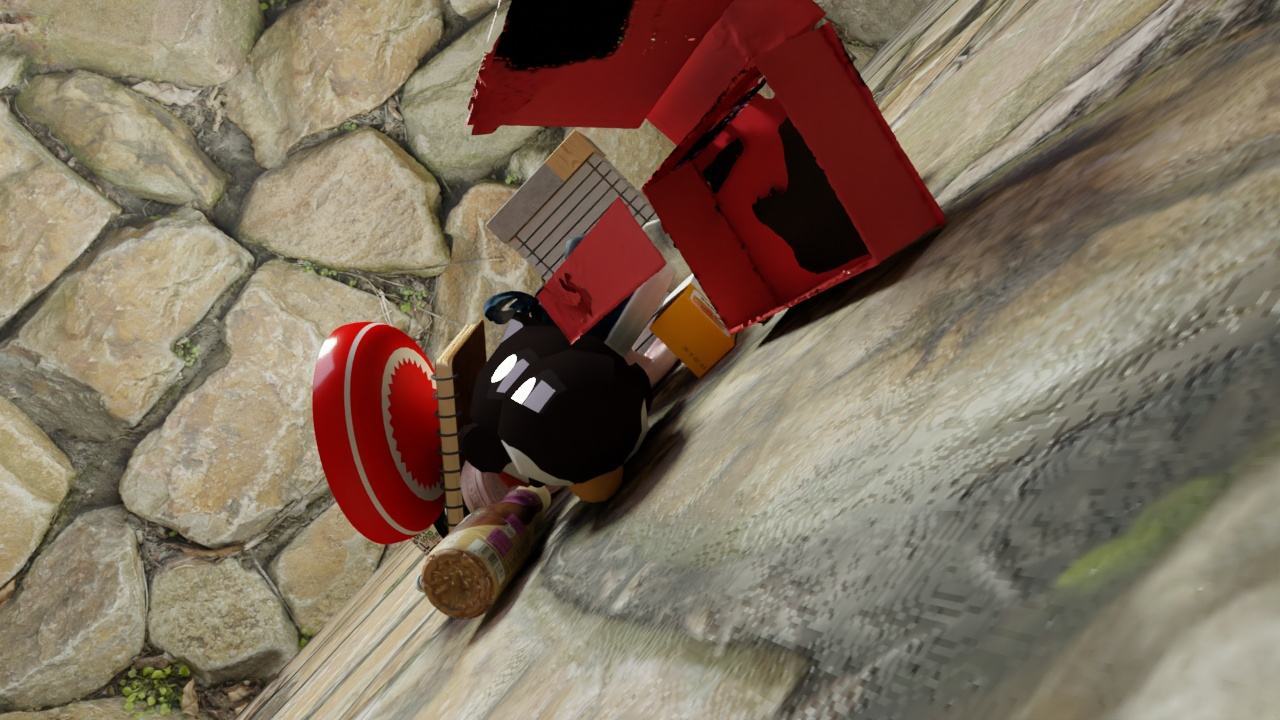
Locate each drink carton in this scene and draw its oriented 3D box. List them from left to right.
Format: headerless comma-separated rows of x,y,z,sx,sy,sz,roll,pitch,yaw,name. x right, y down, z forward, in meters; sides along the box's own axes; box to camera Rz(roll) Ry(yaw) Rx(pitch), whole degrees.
0.049,-0.035,0.795,0.040,0.058,0.122,-44,5,16,drink carton

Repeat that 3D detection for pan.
-0.218,0.110,0.916,0.067,0.356,0.208,-12,50,10,pan

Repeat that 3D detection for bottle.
-0.111,0.139,0.724,0.060,0.059,0.165,-44,1,20,bottle

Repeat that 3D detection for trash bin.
-0.029,-0.123,1.071,0.142,0.247,0.142,-45,5,9,trash bin

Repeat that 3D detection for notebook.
-0.173,0.087,0.915,0.024,0.226,0.167,-1,16,1,notebook

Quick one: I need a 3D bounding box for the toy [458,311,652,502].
-0.059,0.031,0.679,0.159,0.140,0.184,-20,8,-12,toy

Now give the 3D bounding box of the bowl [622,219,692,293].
0.078,-0.105,0.895,0.178,0.081,0.178,-16,-4,-1,bowl

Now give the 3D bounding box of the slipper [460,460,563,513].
-0.113,0.090,0.890,0.064,0.094,0.239,-28,12,10,slipper

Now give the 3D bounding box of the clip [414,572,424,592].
-0.192,0.199,1.087,0.159,0.030,0.173,-43,6,44,clip

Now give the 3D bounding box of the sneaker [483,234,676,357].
-0.075,-0.030,0.858,0.120,0.127,0.295,-62,4,-29,sneaker

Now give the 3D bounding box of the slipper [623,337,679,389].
-0.006,0.006,0.955,0.221,0.055,0.107,-46,7,-6,slipper

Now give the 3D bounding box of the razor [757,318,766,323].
0.101,-0.055,0.772,0.043,0.022,0.144,-4,20,10,razor

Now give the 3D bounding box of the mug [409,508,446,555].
-0.257,0.206,1.207,0.105,0.089,0.074,-49,6,-37,mug

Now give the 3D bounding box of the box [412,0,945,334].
0.019,-0.158,0.568,0.121,0.318,0.211,-56,9,-17,box
